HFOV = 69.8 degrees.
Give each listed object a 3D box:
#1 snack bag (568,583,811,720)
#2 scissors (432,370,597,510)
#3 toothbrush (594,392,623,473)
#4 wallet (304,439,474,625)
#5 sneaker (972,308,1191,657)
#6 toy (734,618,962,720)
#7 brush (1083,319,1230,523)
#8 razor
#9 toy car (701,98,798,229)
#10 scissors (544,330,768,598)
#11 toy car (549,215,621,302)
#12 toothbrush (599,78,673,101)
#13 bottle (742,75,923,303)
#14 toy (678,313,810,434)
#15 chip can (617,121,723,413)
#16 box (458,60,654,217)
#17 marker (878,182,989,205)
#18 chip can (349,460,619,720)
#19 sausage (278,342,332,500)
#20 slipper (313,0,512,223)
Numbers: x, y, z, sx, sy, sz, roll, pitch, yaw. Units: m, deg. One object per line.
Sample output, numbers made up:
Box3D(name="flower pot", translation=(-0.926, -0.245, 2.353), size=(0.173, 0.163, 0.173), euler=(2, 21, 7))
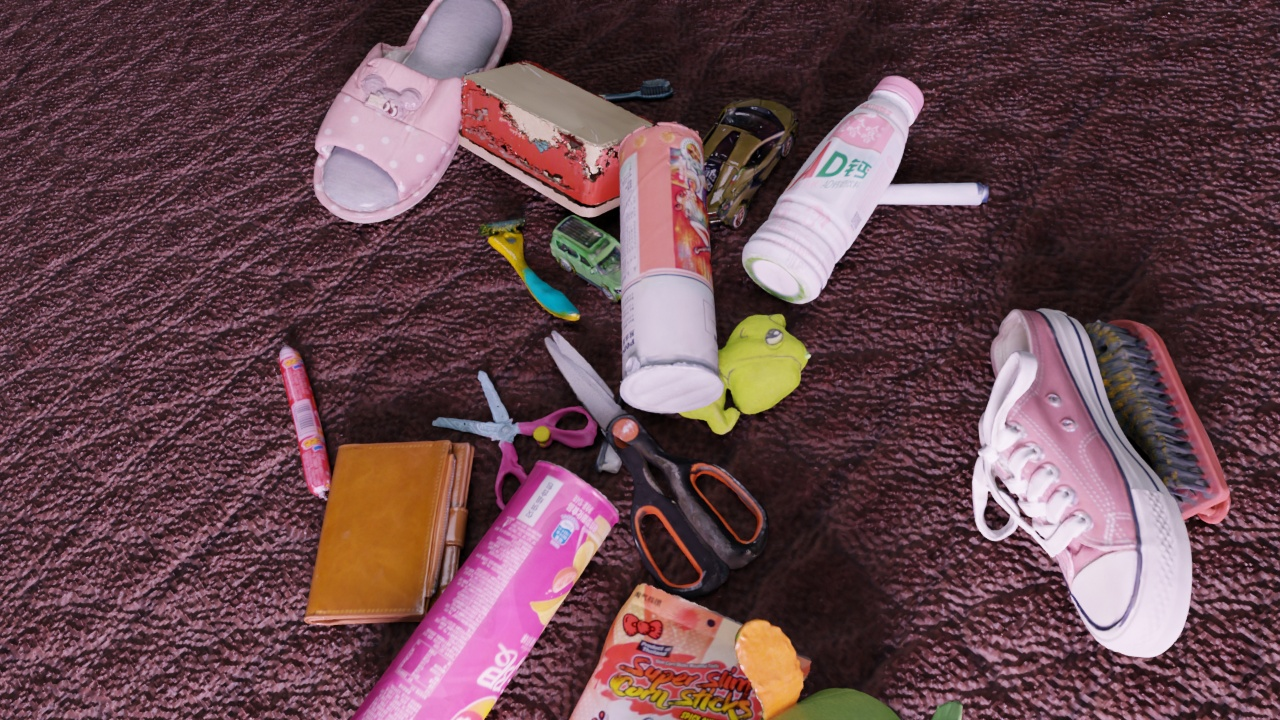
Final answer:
Box3D(name="snack bag", translation=(0.008, 0.240, 0.535), size=(0.129, 0.073, 0.207), euler=(17, 56, 19))
Box3D(name="scissors", translation=(-0.099, 0.062, 0.684), size=(0.133, 0.017, 0.125), euler=(5, 63, 18))
Box3D(name="toothbrush", translation=(-0.004, 0.004, 0.701), size=(0.018, 0.016, 0.180), euler=(10, 62, 8))
Box3D(name="wallet", translation=(-0.170, 0.119, 0.647), size=(0.119, 0.035, 0.130), euler=(-2, 60, 8))
Box3D(name="sneaker", translation=(0.252, 0.064, 0.570), size=(0.088, 0.118, 0.240), euler=(5, 52, -8))
Box3D(name="toy", translation=(0.061, 0.240, 0.458), size=(0.246, 0.227, 0.090), euler=(-12, 17, -39))
Box3D(name="brush", translation=(0.334, 0.036, 0.603), size=(0.069, 0.063, 0.145), euler=(11, 54, -20))
Box3D(name="razor", translation=(-0.086, -0.071, 0.753), size=(0.043, 0.028, 0.132), euler=(-13, 48, -36))
Box3D(name="toy car", translation=(0.078, -0.173, 0.782), size=(0.070, 0.042, 0.157), euler=(24, 63, 21))
Box3D(name="scissors", translation=(-0.015, 0.069, 0.645), size=(0.235, 0.022, 0.136), euler=(30, 70, 17))
Box3D(name="toy car", translation=(-0.034, -0.085, 0.750), size=(0.091, 0.036, 0.043), euler=(35, 68, 22))
Box3D(name="toothbrush", translation=(-0.064, -0.247, 0.863), size=(0.192, 0.018, 0.016), euler=(-4, 59, 7))
Box3D(name="bottle", translation=(0.157, -0.138, 0.716), size=(0.068, 0.068, 0.196), euler=(30, 75, 24))
Box3D(name="toy", translation=(0.075, 0.010, 0.675), size=(0.100, 0.031, 0.096), euler=(-3, 62, 12))
Box3D(name="chip can", translation=(0.018, -0.072, 0.675), size=(0.071, 0.071, 0.214), euler=(-5, 61, 6))
Box3D(name="box", translation=(-0.074, -0.200, 0.784), size=(0.168, 0.080, 0.091), euler=(33, 44, 26))
Box3D(name="marker", translation=(0.215, -0.138, 0.748), size=(0.131, 0.018, 0.022), euler=(1, 96, 11))
Box3D(name="chip can", translation=(-0.098, 0.167, 0.585), size=(0.071, 0.071, 0.210), euler=(26, 66, 23))
Box3D(name="sausage", translation=(-0.262, 0.044, 0.718), size=(0.020, 0.020, 0.155), euler=(-23, 58, -5))
Box3D(name="slipper", translation=(-0.205, -0.245, 0.841), size=(0.114, 0.054, 0.273), euler=(27, 71, 3))
